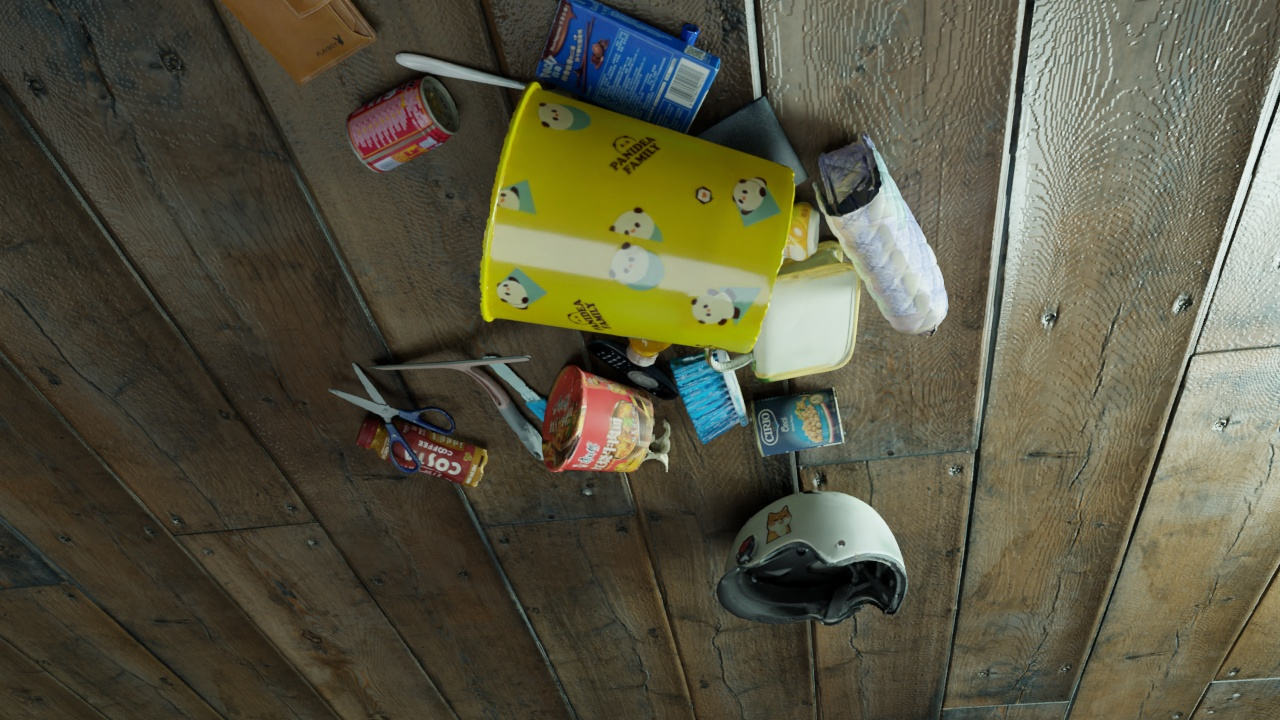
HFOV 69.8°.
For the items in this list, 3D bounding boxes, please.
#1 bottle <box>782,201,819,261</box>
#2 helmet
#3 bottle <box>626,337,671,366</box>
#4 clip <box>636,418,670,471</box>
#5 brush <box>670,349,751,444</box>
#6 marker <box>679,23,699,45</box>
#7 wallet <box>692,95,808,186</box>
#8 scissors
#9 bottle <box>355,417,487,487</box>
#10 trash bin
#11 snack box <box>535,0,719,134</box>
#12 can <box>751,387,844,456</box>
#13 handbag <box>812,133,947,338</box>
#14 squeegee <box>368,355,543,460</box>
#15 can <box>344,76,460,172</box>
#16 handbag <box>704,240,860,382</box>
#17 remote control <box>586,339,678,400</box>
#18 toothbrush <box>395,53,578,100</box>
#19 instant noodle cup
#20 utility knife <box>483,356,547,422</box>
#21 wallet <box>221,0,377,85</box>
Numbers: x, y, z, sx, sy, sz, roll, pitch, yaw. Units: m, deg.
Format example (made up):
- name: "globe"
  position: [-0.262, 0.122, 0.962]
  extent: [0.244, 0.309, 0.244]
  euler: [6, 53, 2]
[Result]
- name: "bottle"
  position: [0.137, -0.141, 0.993]
  extent: [0.108, 0.063, 0.063]
  euler: [5, 137, 17]
- name: "helmet"
  position: [0.246, 0.277, 1.339]
  extent: [0.275, 0.156, 0.230]
  euler: [-24, 132, 37]
- name: "bottle"
  position: [0.025, -0.070, 1.060]
  extent: [0.068, 0.067, 0.190]
  euler: [12, 134, -10]
- name: "clip"
  position: [0.022, 0.123, 1.277]
  extent: [0.071, 0.034, 0.100]
  euler: [5, 139, -5]
- name: "brush"
  position: [0.085, -0.010, 1.120]
  extent: [0.109, 0.060, 0.315]
  euler: [-16, 137, 8]
- name: "marker"
  position: [0.026, -0.262, 0.906]
  extent: [0.017, 0.016, 0.146]
  euler: [13, 134, -11]
- name: "wallet"
  position: [0.098, -0.202, 0.948]
  extent: [0.121, 0.019, 0.097]
  euler: [-26, 110, 25]
- name: "scissors"
  position: [-0.323, 0.074, 1.214]
  extent: [0.164, 0.012, 0.162]
  euler: [-10, 104, -8]
- name: "bottle"
  position: [-0.302, 0.124, 1.269]
  extent: [0.175, 0.057, 0.058]
  euler: [21, 132, -18]
- name: "trash bin"
  position: [-0.002, -0.121, 0.877]
  extent: [0.255, 0.229, 0.230]
  euler: [13, 134, -1]
- name: "snack box"
  position: [-0.013, -0.278, 0.869]
  extent: [0.157, 0.026, 0.085]
  euler: [22, 133, -8]
- name: "can"
  position: [0.207, 0.080, 1.199]
  extent: [0.111, 0.075, 0.075]
  euler: [-11, 133, 11]
- name: "handbag"
  position: [0.249, -0.127, 0.952]
  extent: [0.076, 0.134, 0.194]
  euler: [-25, 128, 23]
- name: "squeegee"
  position: [-0.188, 0.057, 1.214]
  extent: [0.248, 0.040, 0.249]
  euler: [-4, 143, 28]
- name: "can"
  position: [-0.234, -0.233, 0.906]
  extent: [0.094, 0.066, 0.066]
  euler: [-20, 131, 20]
- name: "handbag"
  position: [0.157, -0.050, 1.058]
  extent: [0.178, 0.063, 0.164]
  euler: [-13, 133, -7]
- name: "remote control"
  position: [-0.007, 0.007, 1.160]
  extent: [0.136, 0.024, 0.053]
  euler: [35, 151, -22]
- name: "toothbrush"
  position: [-0.149, -0.278, 0.898]
  extent: [0.180, 0.016, 0.016]
  euler: [11, 132, -6]
- name: "instant noodle cup"
  position: [-0.054, 0.081, 1.177]
  extent: [0.108, 0.137, 0.138]
  euler: [12, 134, -23]
- name: "utility knife"
  position: [-0.131, 0.067, 1.237]
  extent: [0.034, 0.018, 0.238]
  euler: [-24, 128, 24]
- name: "wallet"
  position: [-0.316, -0.331, 0.840]
  extent: [0.119, 0.035, 0.130]
  euler: [-17, 133, 26]
